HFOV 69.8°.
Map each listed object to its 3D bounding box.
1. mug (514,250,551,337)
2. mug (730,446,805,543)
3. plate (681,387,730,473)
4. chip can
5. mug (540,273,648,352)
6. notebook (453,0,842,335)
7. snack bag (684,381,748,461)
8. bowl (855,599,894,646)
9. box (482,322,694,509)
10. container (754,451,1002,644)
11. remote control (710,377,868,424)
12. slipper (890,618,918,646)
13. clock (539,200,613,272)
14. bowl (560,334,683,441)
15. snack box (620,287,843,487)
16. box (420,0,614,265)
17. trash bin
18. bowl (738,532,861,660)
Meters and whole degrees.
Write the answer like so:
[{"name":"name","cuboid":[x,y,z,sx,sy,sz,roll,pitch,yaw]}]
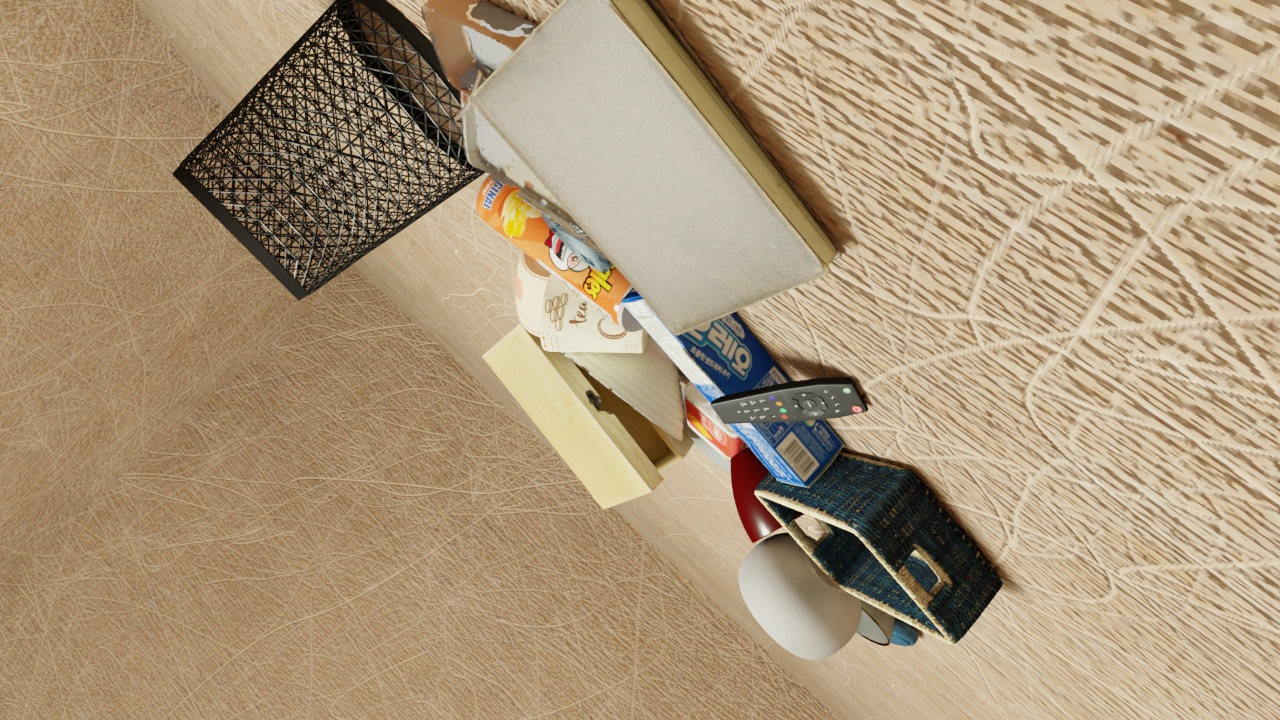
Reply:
[{"name":"mug","cuboid":[-0.099,-0.097,0.994,0.104,0.085,0.111,96,158,-62]},{"name":"mug","cuboid":[0.135,0.136,0.983,0.088,0.087,0.114,60,177,13]},{"name":"plate","cuboid":[0.086,0.097,1.135,0.173,0.019,0.173,42,167,11]},{"name":"chip can","cuboid":[-0.067,-0.108,0.863,0.210,0.062,0.062,38,166,28]},{"name":"mug","cuboid":[-0.038,-0.046,0.919,0.097,0.081,0.121,8,-171,7]},{"name":"notebook","cuboid":[-0.008,-0.111,0.572,0.215,0.034,0.191,48,144,-18]},{"name":"snack bag","cuboid":[0.084,0.063,0.993,0.077,0.036,0.116,42,167,18]},{"name":"bowl","cuboid":[0.242,0.258,1.065,0.150,0.056,0.151,43,167,12]},{"name":"box","cuboid":[-0.075,0.058,1.114,0.249,0.141,0.122,53,-152,-5]},{"name":"container","cuboid":[0.204,0.153,0.813,0.145,0.071,0.187,48,168,-15]},{"name":"remote control","cuboid":[0.114,0.033,0.720,0.125,0.010,0.039,-9,132,35]},{"name":"slipper","cuboid":[0.256,0.305,1.176,0.214,0.059,0.104,19,164,35]},{"name":"clock","cuboid":[-0.047,-0.130,0.755,0.089,0.051,0.124,35,164,43]},{"name":"bowl","cuboid":[-0.006,0.006,0.982,0.177,0.071,0.177,38,180,0]},{"name":"snack box","cuboid":[0.081,0.012,0.789,0.226,0.059,0.059,47,165,-16]},{"name":"box","cuboid":[-0.079,-0.170,0.675,0.216,0.058,0.154,36,151,35]},{"name":"trash bin","cuboid":[-0.303,-0.200,0.907,0.217,0.243,0.217,43,168,11]},{"name":"bowl","cuboid":[0.172,0.231,0.939,0.131,0.065,0.131,27,-149,-18]}]
